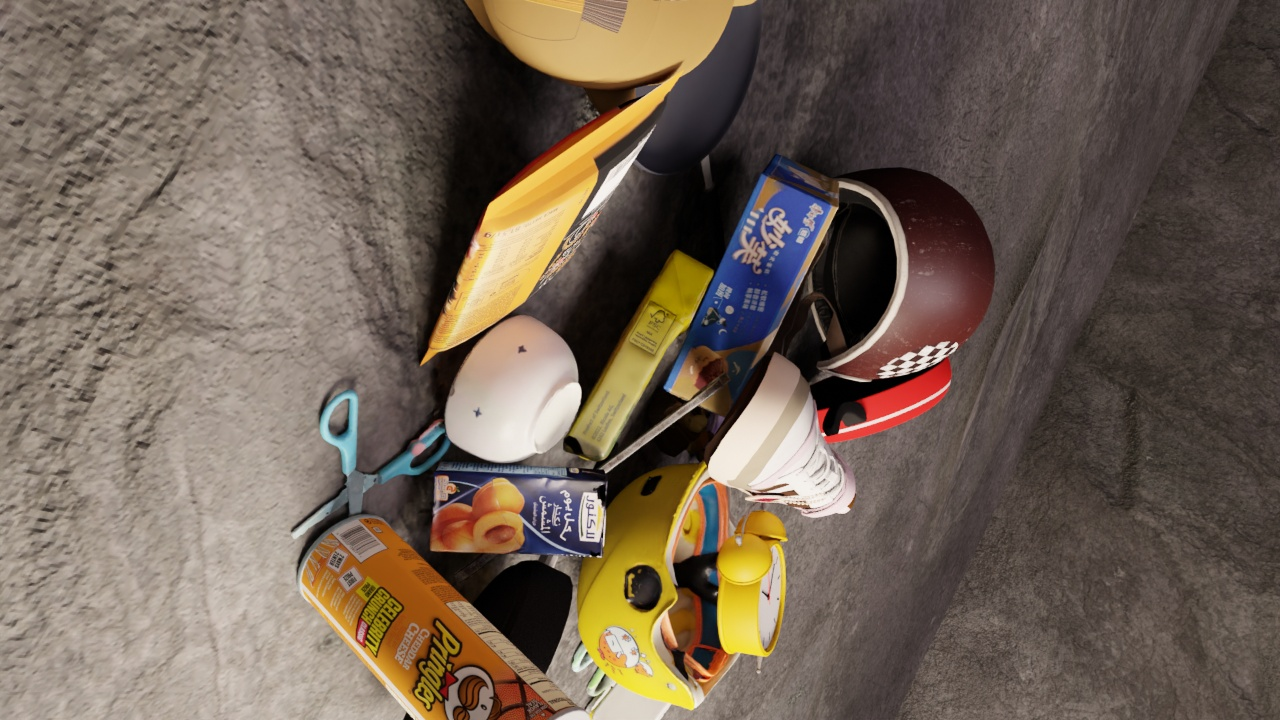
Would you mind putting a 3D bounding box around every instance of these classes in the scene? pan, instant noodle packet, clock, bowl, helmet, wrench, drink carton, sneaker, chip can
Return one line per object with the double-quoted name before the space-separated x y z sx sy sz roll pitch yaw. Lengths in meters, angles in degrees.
"pan" -0.099 0.193 0.751 0.205 0.044 0.354 -43 -164 48
"instant noodle packet" -0.065 -0.083 0.593 0.159 0.032 0.221 -43 178 -31
"clock" 0.109 0.212 0.880 0.113 0.052 0.152 -32 121 -63
"bowl" -0.086 0.029 0.683 0.113 0.063 0.114 -50 157 -31
"pan" 0.050 -0.196 0.791 0.198 0.021 0.357 -48 145 -26
"helmet" 0.011 0.208 0.895 0.208 0.140 0.240 -11 98 -66
"helmet" 0.238 -0.081 0.959 0.253 0.235 0.233 -1 75 -38
"pan" 0.242 0.053 1.026 0.067 0.209 0.355 69 22 -5
"wrench" -0.037 0.094 0.746 0.273 0.010 0.070 -37 178 1
"drink carton" -0.089 0.111 0.689 0.040 0.130 0.064 -132 -134 -81
"sneaker" 0.136 0.086 0.796 0.111 0.116 0.294 -57 163 -9
"chip can" -0.132 0.188 0.592 0.075 0.215 0.075 -33 139 -34

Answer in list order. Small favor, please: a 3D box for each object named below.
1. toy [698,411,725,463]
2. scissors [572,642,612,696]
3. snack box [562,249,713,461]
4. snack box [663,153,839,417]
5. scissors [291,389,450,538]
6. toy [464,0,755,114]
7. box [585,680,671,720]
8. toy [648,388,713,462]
"toy" 0.098 0.071 1.020 0.080 0.036 0.100 -7 115 -52
"scissors" -0.017 0.302 1.031 0.170 0.028 0.139 -30 131 -36
"snack box" -0.005 0.004 0.766 0.180 0.045 0.121 -61 -178 -10
"snack box" 0.101 -0.070 0.816 0.154 0.069 0.203 -58 172 -68
"scissors" -0.187 0.068 0.633 0.134 0.015 0.136 -43 142 -35
"toy" -0.028 -0.224 0.535 0.202 0.163 0.199 -53 153 -60
"box" 0.020 0.365 1.079 0.208 0.079 0.080 -45 158 -29
"toy" 0.047 0.070 0.917 0.100 0.063 0.076 46 52 -37
